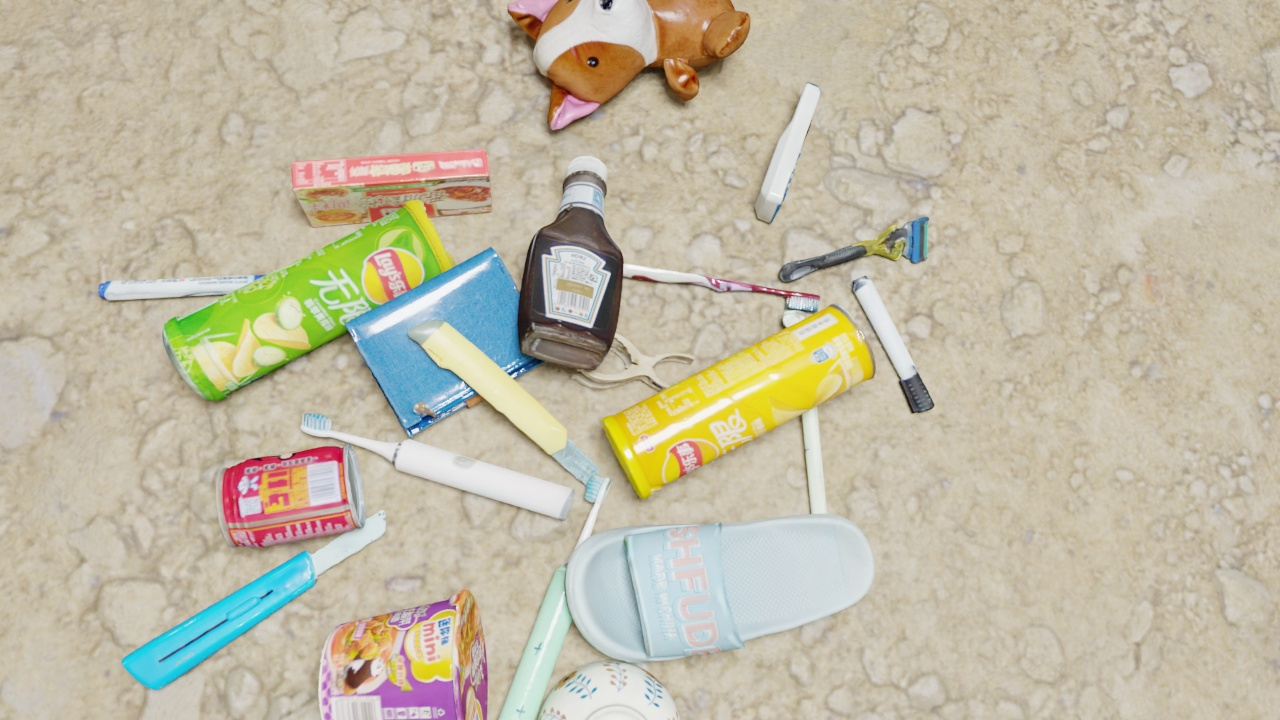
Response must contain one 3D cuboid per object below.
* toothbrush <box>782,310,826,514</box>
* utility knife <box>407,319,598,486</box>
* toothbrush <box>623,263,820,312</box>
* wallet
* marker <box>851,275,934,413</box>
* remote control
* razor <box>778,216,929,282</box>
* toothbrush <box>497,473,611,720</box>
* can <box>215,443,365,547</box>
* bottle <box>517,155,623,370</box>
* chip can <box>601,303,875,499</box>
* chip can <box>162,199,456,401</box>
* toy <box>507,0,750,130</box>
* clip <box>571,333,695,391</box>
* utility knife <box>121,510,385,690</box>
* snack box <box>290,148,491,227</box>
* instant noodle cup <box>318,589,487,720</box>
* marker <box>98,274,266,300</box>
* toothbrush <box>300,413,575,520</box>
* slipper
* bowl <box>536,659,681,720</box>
[{"bbox_3d":[0.141,0.050,0.773,0.029,0.020,0.189,7,72,-39],"label":"toothbrush"},{"bbox_3d":[-0.100,0.035,0.718,0.195,0.020,0.031,43,81,-10],"label":"utility knife"},{"bbox_3d":[0.065,-0.063,0.798,0.187,0.016,0.017,9,83,-5],"label":"toothbrush"},{"bbox_3d":[-0.150,-0.014,0.729,0.133,0.040,0.106,-30,104,-13],"label":"wallet"},{"bbox_3d":[0.219,-0.014,0.801,0.022,0.018,0.130,-25,79,-4],"label":"marker"},{"bbox_3d":[0.131,-0.185,0.823,0.024,0.049,0.124,21,72,2],"label":"remote control"},{"bbox_3d":[0.189,-0.094,0.820,0.142,0.022,0.043,-16,121,-8],"label":"razor"},{"bbox_3d":[-0.064,0.192,0.701,0.027,0.026,0.224,16,72,17],"label":"toothbrush"},{"bbox_3d":[-0.258,0.101,0.682,0.093,0.067,0.066,-10,76,-10],"label":"can"},{"bbox_3d":[-0.053,-0.086,0.750,0.080,0.044,0.194,14,56,-15],"label":"bottle"},{"bbox_3d":[0.077,0.030,0.730,0.213,0.072,0.072,-27,79,-7],"label":"chip can"},{"bbox_3d":[-0.257,-0.047,0.722,0.221,0.073,0.072,-30,80,-14],"label":"chip can"},{"bbox_3d":[-0.007,-0.290,0.804,0.199,0.130,0.140,-18,83,-2],"label":"toy"},{"bbox_3d":[-0.006,-0.007,0.763,0.104,0.035,0.080,-4,75,-13],"label":"clip"},{"bbox_3d":[-0.280,0.175,0.685,0.206,0.018,0.034,-33,80,-16],"label":"utility knife"},{"bbox_3d":[-0.200,-0.141,0.754,0.153,0.075,0.025,-6,76,-9],"label":"snack box"},{"bbox_3d":[-0.164,0.223,0.644,0.099,0.112,0.111,-6,75,1],"label":"instant noodle cup"},{"bbox_3d":[-0.358,-0.060,0.741,0.145,0.017,0.017,-4,75,-8],"label":"marker"},{"bbox_3d":[-0.160,0.082,0.721,0.221,0.026,0.026,17,111,-2],"label":"toothbrush"},{"bbox_3d":[0.066,0.170,0.694,0.245,0.074,0.104,-7,87,-11],"label":"slipper"},{"bbox_3d":[-0.021,0.278,0.665,0.113,0.062,0.113,1,74,-5],"label":"bowl"}]
